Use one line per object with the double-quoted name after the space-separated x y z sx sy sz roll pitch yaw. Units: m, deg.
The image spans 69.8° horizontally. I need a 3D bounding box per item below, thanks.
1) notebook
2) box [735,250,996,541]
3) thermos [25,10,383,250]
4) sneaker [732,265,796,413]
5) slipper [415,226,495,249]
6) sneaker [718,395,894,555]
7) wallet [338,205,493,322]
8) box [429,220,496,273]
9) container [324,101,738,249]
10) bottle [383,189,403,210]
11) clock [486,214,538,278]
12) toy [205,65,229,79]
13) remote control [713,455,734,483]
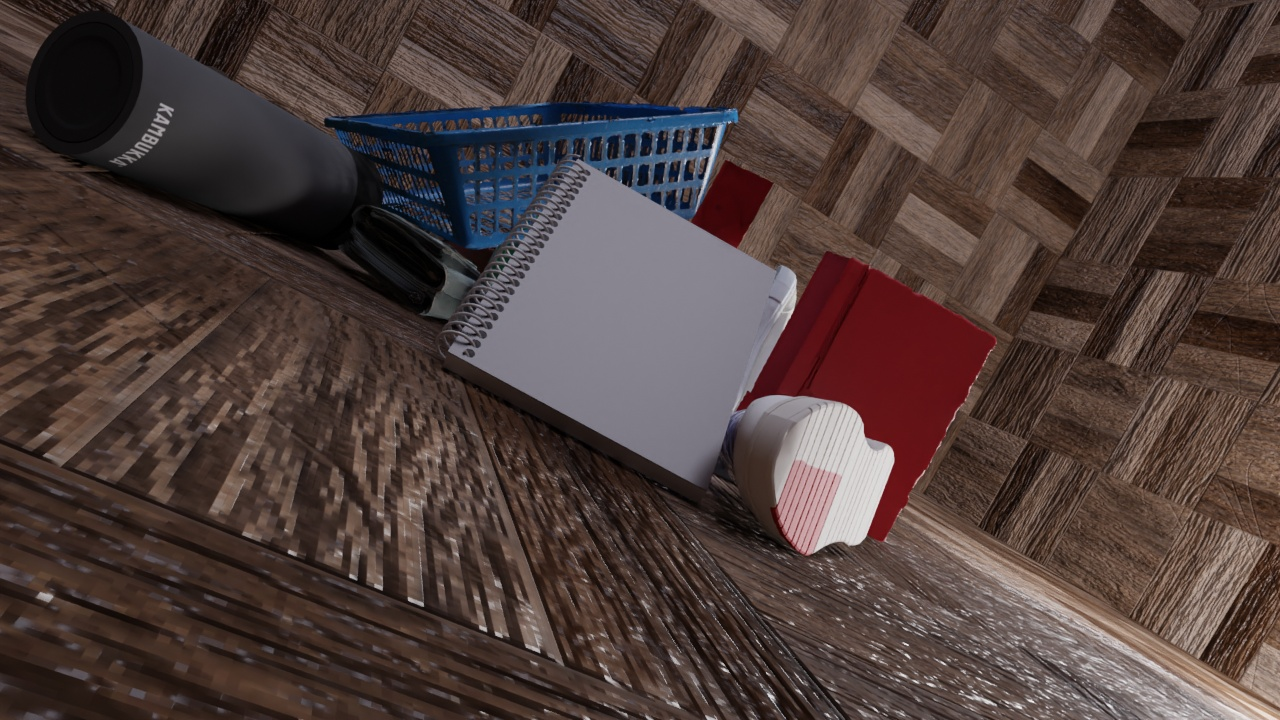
-0.010 -0.033 0.577 0.171 0.022 0.208 29 45 -5 "notebook"
0.200 0.036 0.823 0.153 0.214 0.164 30 2 42 "box"
-0.272 -0.140 0.617 0.082 0.082 0.240 30 3 17 "thermos"
0.129 0.003 0.975 0.090 0.241 0.090 38 -38 -12 "sneaker"
-0.168 -0.101 1.052 0.268 0.076 0.113 29 2 5 "slipper"
0.088 0.063 0.598 0.104 0.090 0.236 21 0 28 "sneaker"
-0.165 -0.070 0.723 0.100 0.054 0.131 40 1 13 "wallet"
-0.148 -0.075 0.892 0.042 0.083 0.186 49 11 33 "box"
-0.113 -0.175 0.811 0.256 0.089 0.362 -12 20 -26 "container"
-0.288 -0.155 0.967 0.061 0.061 0.131 25 4 -25 "bottle"
-0.074 -0.070 0.866 0.075 0.122 0.161 32 16 31 "clock"
-0.372 -0.206 0.836 0.153 0.078 0.179 35 20 9 "toy"
0.040 0.060 0.677 0.136 0.032 0.015 27 -8 -28 "remote control"
